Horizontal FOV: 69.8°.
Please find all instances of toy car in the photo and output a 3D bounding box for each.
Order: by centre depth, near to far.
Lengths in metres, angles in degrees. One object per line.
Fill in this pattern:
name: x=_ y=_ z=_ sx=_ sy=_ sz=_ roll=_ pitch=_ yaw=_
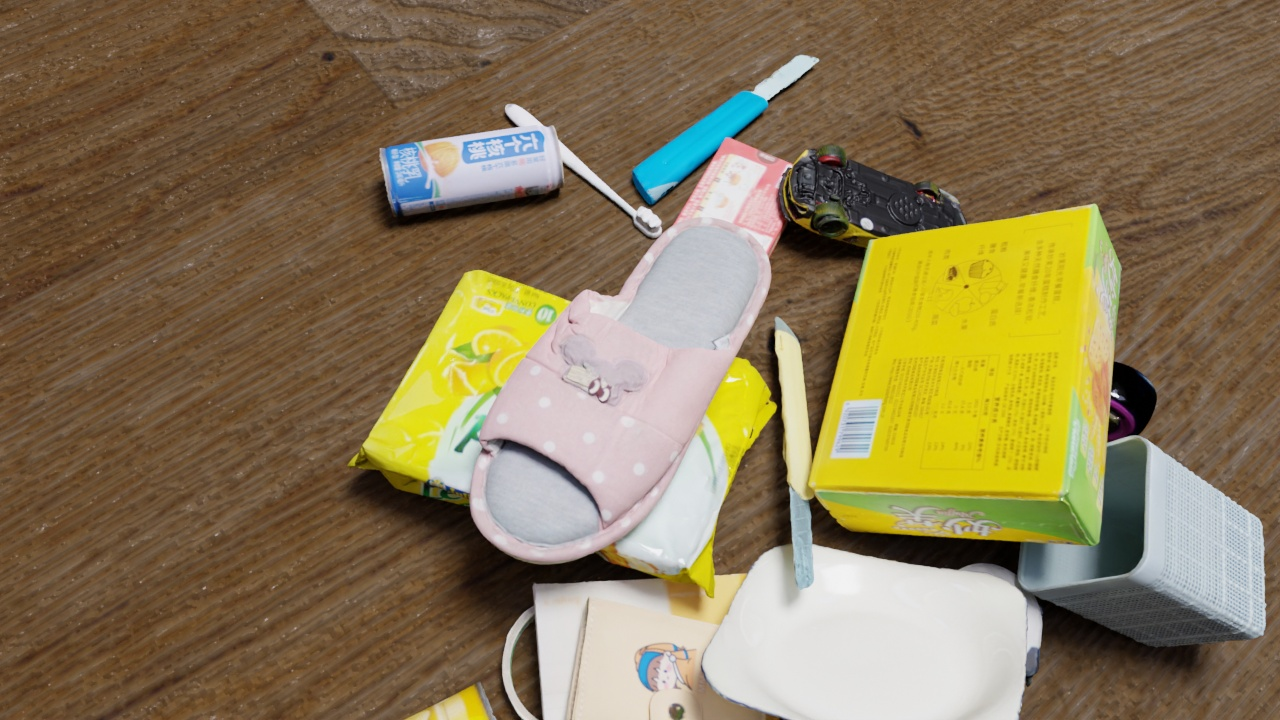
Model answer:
toy car: x=0.183 y=-0.115 z=0.713 sx=0.155 sy=0.041 sz=0.071 roll=14 pitch=62 yaw=-15

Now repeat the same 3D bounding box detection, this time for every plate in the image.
plate: x=0.128 y=0.164 z=0.517 sx=0.164 sy=0.034 sz=0.163 roll=5 pitch=21 yaw=24

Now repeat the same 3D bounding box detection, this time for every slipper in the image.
slipper: x=-0.003 y=0.003 z=0.559 sx=0.114 sy=0.055 sz=0.273 roll=30 pitch=61 yaw=13

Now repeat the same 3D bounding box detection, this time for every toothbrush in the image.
toothbrush: x=-0.049 y=-0.158 z=0.743 sx=0.180 sy=0.016 sz=0.016 roll=42 pitch=65 yaw=18

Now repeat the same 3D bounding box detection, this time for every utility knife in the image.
utility knife: x=0.105 y=0.055 z=0.612 sx=0.031 sy=0.022 sz=0.215 roll=31 pitch=38 yaw=-28
utility knife: x=0.075 y=-0.202 z=0.771 sx=0.218 sy=0.018 sz=0.034 roll=-41 pitch=69 yaw=-20

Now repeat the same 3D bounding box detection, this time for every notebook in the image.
notebook: x=0.016 y=0.227 z=0.528 sx=0.145 sy=0.010 sz=0.206 roll=1 pitch=61 yaw=-17

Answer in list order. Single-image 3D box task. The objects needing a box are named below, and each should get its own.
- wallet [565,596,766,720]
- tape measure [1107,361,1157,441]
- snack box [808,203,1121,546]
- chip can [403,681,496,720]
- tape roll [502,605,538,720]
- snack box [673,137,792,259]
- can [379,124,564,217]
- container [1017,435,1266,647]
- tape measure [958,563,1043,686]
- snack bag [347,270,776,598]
wallet: x=0.018 y=0.190 z=0.529 sx=0.115 sy=0.024 sz=0.087 roll=15 pitch=59 yaw=-10
tape measure: x=0.324 y=0.030 z=0.638 sx=0.057 sy=0.058 sz=0.039 roll=34 pitch=66 yaw=11
snack box: x=0.213 y=0.009 z=0.593 sx=0.158 sy=0.070 sz=0.209 roll=-5 pitch=53 yaw=39
chip can: x=-0.171 y=0.251 z=0.487 sx=0.213 sy=0.072 sz=0.072 roll=-22 pitch=65 yaw=-15
tape roll: x=-0.041 y=0.185 z=0.560 sx=0.086 sy=0.014 sz=0.085 roll=1 pitch=62 yaw=-2
snack box: x=0.069 y=-0.102 z=0.714 sx=0.075 sy=0.025 sz=0.152 roll=24 pitch=63 yaw=10
can: x=-0.129 y=-0.148 z=0.712 sx=0.134 sy=0.053 sz=0.053 roll=-11 pitch=63 yaw=-9
container: x=0.308 y=0.116 z=0.559 sx=0.111 sy=0.090 sz=0.090 roll=28 pitch=60 yaw=-14
tape measure: x=0.215 y=0.162 z=0.575 sx=0.066 sy=0.034 sz=0.065 roll=17 pitch=64 yaw=4
snack bag: x=-0.045 y=0.044 z=0.604 sx=0.246 sy=0.068 sz=0.157 roll=19 pitch=60 yaw=8
